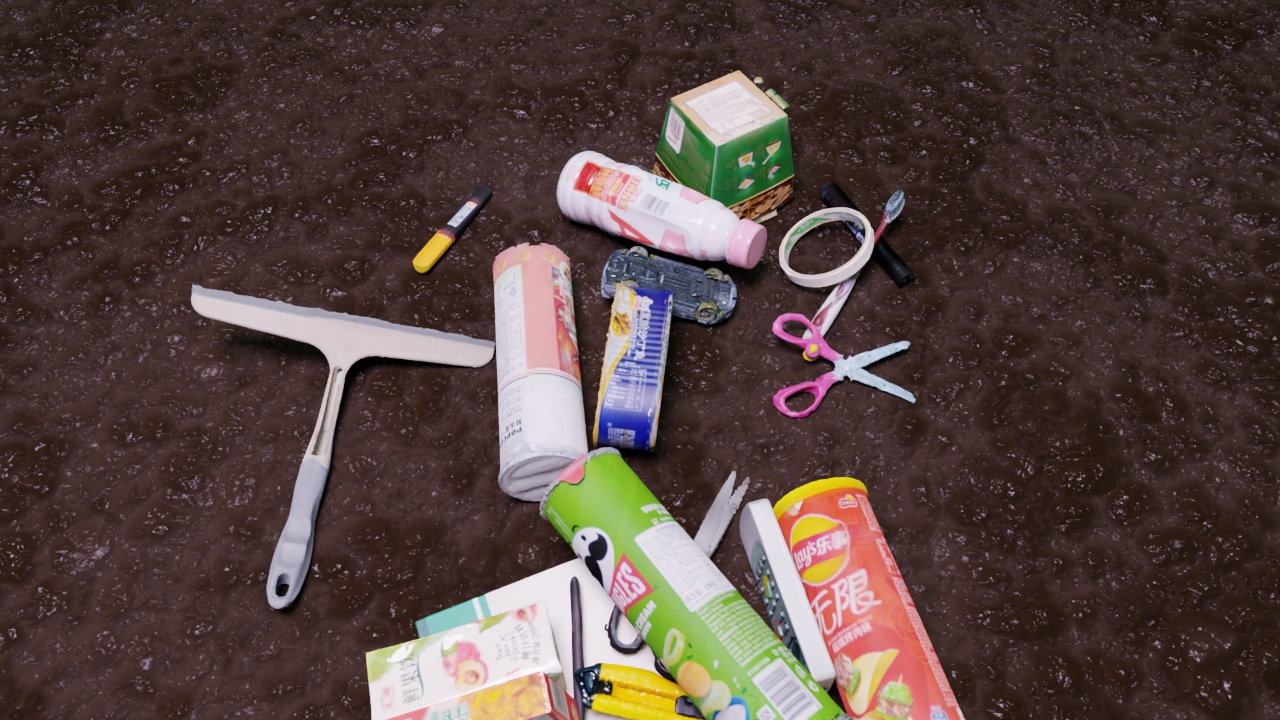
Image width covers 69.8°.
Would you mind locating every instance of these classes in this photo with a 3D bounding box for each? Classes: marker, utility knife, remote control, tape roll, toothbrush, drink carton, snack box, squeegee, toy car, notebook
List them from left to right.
[{"bbox_3d":[-0.253,0.075,0.720,0.246,0.039,0.246,10,60,-13],"label":"squeegee"},{"bbox_3d":[-0.120,0.234,0.562,0.156,0.077,0.027,-18,56,2],"label":"snack box"},{"bbox_3d":[-0.178,-0.127,0.877,0.018,0.015,0.123,22,55,14],"label":"marker"},{"bbox_3d":[-0.114,0.205,0.604,0.122,0.046,0.053,-15,52,-8],"label":"drink carton"},{"bbox_3d":[-0.053,0.242,0.613,0.150,0.012,0.209,-20,57,-11],"label":"notebook"},{"bbox_3d":[-0.037,0.228,0.604,0.018,0.016,0.180,-3,56,-7],"label":"toothbrush"},{"bbox_3d":[0.025,-0.063,0.813,0.120,0.037,0.054,13,48,-2],"label":"toy car"},{"bbox_3d":[0.051,0.230,0.600,0.197,0.015,0.033,13,57,-2],"label":"utility knife"},{"bbox_3d":[0.077,-0.199,0.865,0.117,0.106,0.118,-27,58,-17],"label":"snack box"},{"bbox_3d":[0.099,0.164,0.636,0.019,0.056,0.135,-12,56,-9],"label":"remote control"},{"bbox_3d":[0.167,-0.103,0.829,0.086,0.014,0.085,-19,46,21],"label":"tape roll"},{"bbox_3d":[0.191,-0.083,0.818,0.016,0.017,0.187,27,68,24],"label":"toothbrush"},{"bbox_3d":[0.212,-0.120,0.859,0.022,0.020,0.132,-13,54,-28],"label":"marker"}]

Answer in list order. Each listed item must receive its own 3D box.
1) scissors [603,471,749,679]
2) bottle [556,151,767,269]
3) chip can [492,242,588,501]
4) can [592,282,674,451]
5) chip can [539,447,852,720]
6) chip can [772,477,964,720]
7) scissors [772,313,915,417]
[{"bbox_3d":[0.047,0.153,0.667,0.173,0.014,0.140,-18,55,-23],"label":"scissors"},{"bbox_3d":[0.019,-0.132,0.830,0.197,0.068,0.068,24,58,25],"label":"bottle"},{"bbox_3d":[-0.084,0.003,0.746,0.071,0.071,0.214,-6,54,-3],"label":"chip can"},{"bbox_3d":[-0.004,0.004,0.743,0.049,0.075,0.147,7,56,2],"label":"can"},{"bbox_3d":[0.029,0.161,0.598,0.072,0.072,0.236,-33,61,-20],"label":"chip can"},{"bbox_3d":[0.156,0.186,0.610,0.073,0.073,0.216,-13,56,-8],"label":"chip can"},{"bbox_3d":[0.165,0.011,0.767,0.133,0.017,0.123,27,68,9],"label":"scissors"}]
